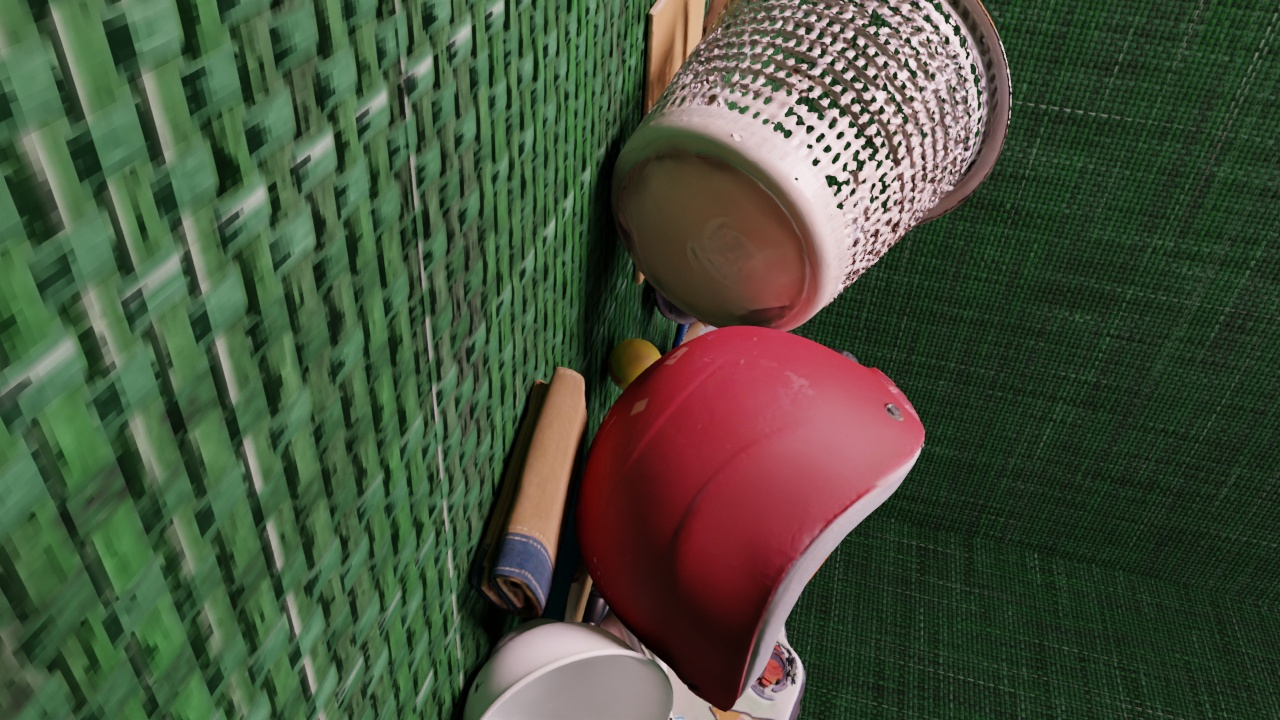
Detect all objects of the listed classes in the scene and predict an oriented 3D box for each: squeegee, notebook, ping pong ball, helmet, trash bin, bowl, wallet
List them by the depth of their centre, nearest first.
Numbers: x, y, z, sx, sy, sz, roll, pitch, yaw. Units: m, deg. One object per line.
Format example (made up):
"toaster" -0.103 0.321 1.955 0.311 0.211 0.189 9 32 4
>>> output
"wallet" -0.053 0.072 0.485 0.090 0.033 0.115 90 13 -63
"bowl" -0.049 0.179 0.493 0.064 0.118 0.118 -131 -140 -50
"helmet" 0.044 0.066 0.546 0.207 0.144 0.240 -56 179 5
"trash bin" 0.092 -0.129 0.587 0.191 0.227 0.228 -50 156 -33
"notebook" -0.034 0.137 0.659 0.207 0.008 0.148 -72 175 -58
"ping pong ball" -0.004 0.004 0.668 0.040 0.040 0.040 13 89 -81
"notebook" 0.022 -0.182 0.688 0.149 0.012 0.212 -67 166 -46
"squeegee" -0.054 0.341 0.737 0.250 0.040 0.247 -68 -157 15
"helmet" 0.023 0.314 0.829 0.231 0.156 0.273 -29 -129 52

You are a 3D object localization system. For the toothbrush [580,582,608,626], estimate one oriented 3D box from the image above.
"toothbrush" -0.037 0.200 0.771 0.027 0.026 0.212 107 1 -61

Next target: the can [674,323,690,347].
"can" 0.066 -0.003 1.054 0.102 0.057 0.083 68 38 -74

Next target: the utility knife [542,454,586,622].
"utility knife" -0.056 0.163 0.615 0.034 0.018 0.204 99 5 -70

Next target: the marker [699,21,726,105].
"marker" 0.060 -0.223 0.773 0.020 0.022 0.132 16 75 -49

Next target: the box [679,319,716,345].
"box" 0.105 0.028 0.878 0.193 0.157 0.184 -45 170 -31

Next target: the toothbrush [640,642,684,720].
"toothbrush" 0.008 0.203 0.758 0.027 0.026 0.220 -41 -124 57

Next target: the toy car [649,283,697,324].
"toy car" 0.056 -0.105 0.788 0.070 0.042 0.158 41 76 -40
